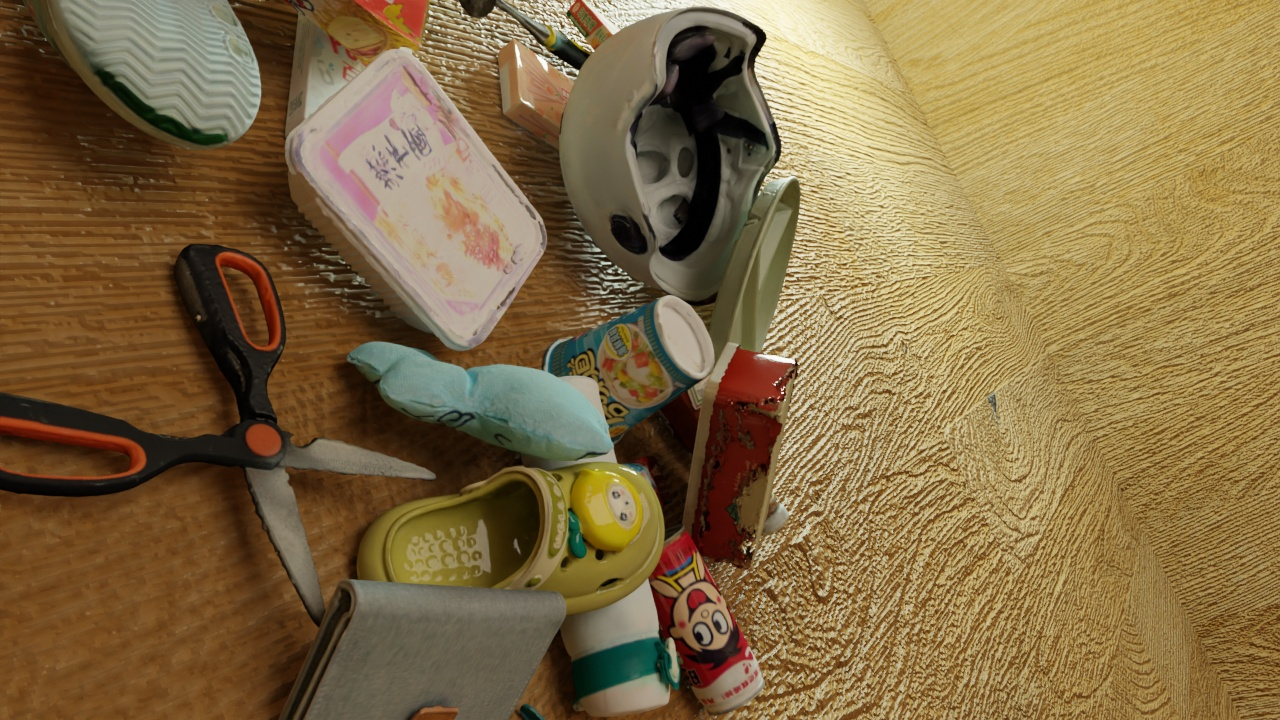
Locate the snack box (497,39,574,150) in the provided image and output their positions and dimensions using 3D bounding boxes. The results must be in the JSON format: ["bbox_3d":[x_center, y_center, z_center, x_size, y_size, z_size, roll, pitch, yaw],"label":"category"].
[{"bbox_3d":[-0.072,-0.240,0.901,0.157,0.026,0.084,24,47,-44],"label":"snack box"}]

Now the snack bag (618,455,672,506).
[{"bbox_3d":[-0.017,0.095,0.713,0.104,0.026,0.048,11,48,-51],"label":"snack bag"}]

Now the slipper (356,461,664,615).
[{"bbox_3d":[-0.064,0.104,0.532,0.190,0.082,0.091,-7,70,-26],"label":"slipper"}]

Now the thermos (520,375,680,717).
[{"bbox_3d":[-0.032,0.124,0.621,0.073,0.073,0.224,12,55,-51],"label":"thermos"}]

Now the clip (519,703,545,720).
[{"bbox_3d":[-0.058,0.234,0.555,0.057,0.014,0.046,54,34,-9],"label":"clip"}]

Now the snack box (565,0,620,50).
[{"bbox_3d":[-0.021,-0.321,0.957,0.077,0.027,0.155,26,24,-40],"label":"snack box"}]

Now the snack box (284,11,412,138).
[{"bbox_3d":[-0.211,-0.205,0.675,0.084,0.027,0.156,26,46,-43],"label":"snack box"}]

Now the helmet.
[{"bbox_3d":[0.012,-0.186,0.842,0.228,0.146,0.259,-44,137,-37],"label":"helmet"}]

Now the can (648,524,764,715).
[{"bbox_3d":[0.041,0.194,0.689,0.053,0.053,0.132,-25,87,-58],"label":"can"}]

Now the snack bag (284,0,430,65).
[{"bbox_3d":[-0.236,-0.271,0.584,0.207,0.073,0.128,28,14,-42],"label":"snack bag"}]

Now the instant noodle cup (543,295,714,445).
[{"bbox_3d":[-0.004,0.004,0.723,0.099,0.110,0.099,35,40,-37],"label":"instant noodle cup"}]

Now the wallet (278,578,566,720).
[{"bbox_3d":[-0.108,0.163,0.467,0.129,0.106,0.037,17,12,-45],"label":"wallet"}]

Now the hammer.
[{"bbox_3d":[-0.085,-0.321,0.919,0.322,0.032,0.126,15,33,-55],"label":"hammer"}]

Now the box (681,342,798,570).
[{"bbox_3d":[0.086,0.081,0.733,0.091,0.078,0.169,-57,157,-56],"label":"box"}]

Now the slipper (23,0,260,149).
[{"bbox_3d":[-0.293,-0.202,0.517,0.104,0.074,0.245,17,36,-51],"label":"slipper"}]

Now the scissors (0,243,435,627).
[{"bbox_3d":[-0.210,0.030,0.470,0.230,0.022,0.220,15,48,-39],"label":"scissors"}]

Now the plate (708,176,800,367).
[{"bbox_3d":[0.108,-0.067,0.886,0.230,0.027,0.230,19,89,-74],"label":"plate"}]

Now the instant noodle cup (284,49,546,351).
[{"bbox_3d":[-0.154,-0.100,0.615,0.173,0.060,0.137,51,46,-26],"label":"instant noodle cup"}]

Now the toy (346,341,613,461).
[{"bbox_3d":[-0.090,0.025,0.571,0.156,0.161,0.050,7,104,-42],"label":"toy"}]

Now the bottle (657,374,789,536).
[{"bbox_3d":[0.065,0.066,0.820,0.206,0.060,0.059,56,32,-7],"label":"bottle"}]
